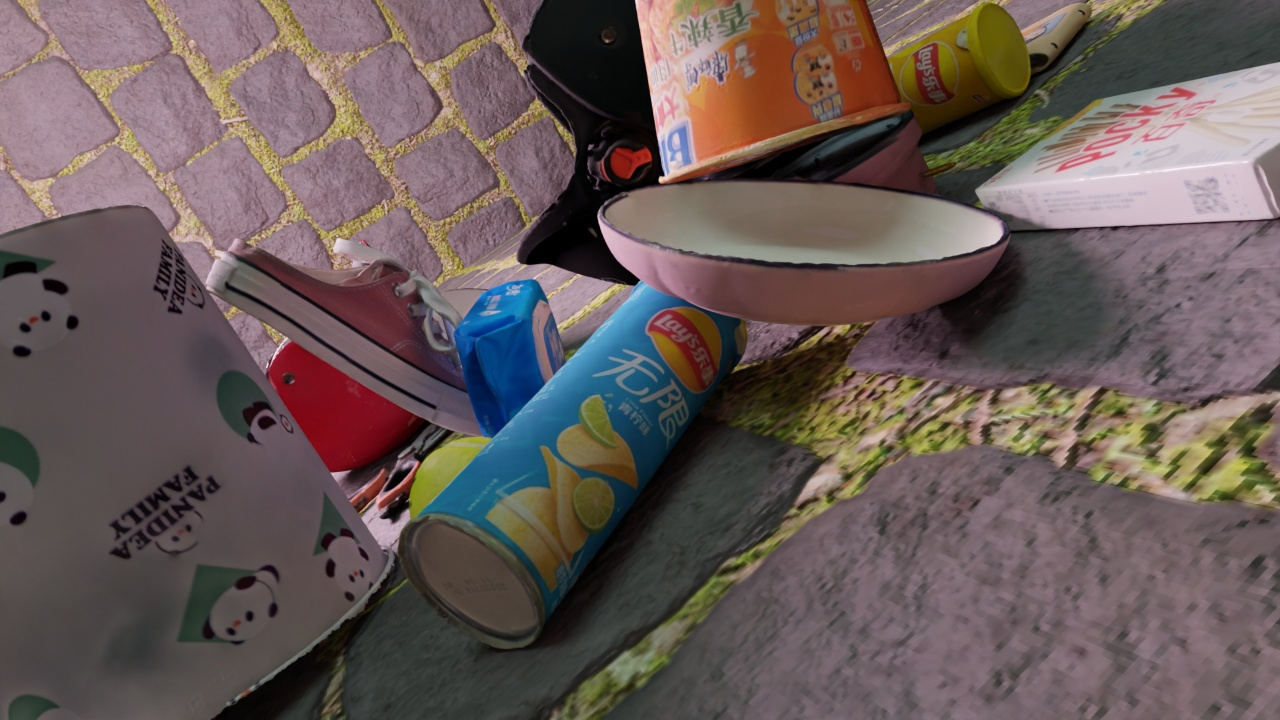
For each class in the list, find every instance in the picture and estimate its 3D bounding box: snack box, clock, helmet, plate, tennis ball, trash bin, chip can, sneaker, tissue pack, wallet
[{"bbox_3d":[0.227,-0.091,0.394,0.084,0.027,0.157,-36,15,-9],"label":"snack box"},{"bbox_3d":[0.115,-0.096,0.591,0.159,0.060,0.117,-29,16,12],"label":"clock"},{"bbox_3d":[-0.271,0.023,0.885,0.241,0.144,0.206,-48,18,40],"label":"helmet"},{"bbox_3d":[0.075,-0.054,0.447,0.192,0.039,0.192,1,21,0],"label":"plate"},{"bbox_3d":[-0.083,0.071,0.460,0.065,0.065,0.065,-31,14,9],"label":"tennis ball"},{"bbox_3d":[-0.303,0.064,0.523,0.229,0.252,0.229,-25,10,4],"label":"trash bin"},{"bbox_3d":[0.020,-0.169,0.711,0.275,0.230,0.233,-61,-1,6],"label":"helmet"},{"bbox_3d":[-0.020,0.035,0.435,0.071,0.071,0.209,-21,20,41],"label":"chip can"},{"bbox_3d":[-0.176,-0.024,0.643,0.118,0.241,0.087,21,78,48],"label":"sneaker"},{"bbox_3d":[0.201,-0.207,0.746,0.214,0.072,0.071,-17,22,51],"label":"chip can"},{"bbox_3d":[-0.082,0.002,0.629,0.052,0.095,0.157,-15,17,5],"label":"tissue pack"},{"bbox_3d":[0.309,-0.250,0.750,0.087,0.024,0.114,-9,29,48],"label":"wallet"}]

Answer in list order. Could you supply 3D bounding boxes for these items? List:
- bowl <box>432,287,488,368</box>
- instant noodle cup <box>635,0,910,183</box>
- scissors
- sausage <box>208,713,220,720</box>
[{"bbox_3d":[-0.145,-0.006,0.810,0.116,0.116,0.066,-52,-20,-52],"label":"bowl"},{"bbox_3d":[0.069,-0.177,0.532,0.151,0.111,0.151,-16,9,2],"label":"instant noodle cup"},{"bbox_3d":[-0.200,0.092,0.756,0.189,0.015,0.224,-36,13,-8],"label":"scissors"},{"bbox_3d":[-0.266,0.193,0.555,0.020,0.020,0.156,-40,16,-23],"label":"sausage"}]
